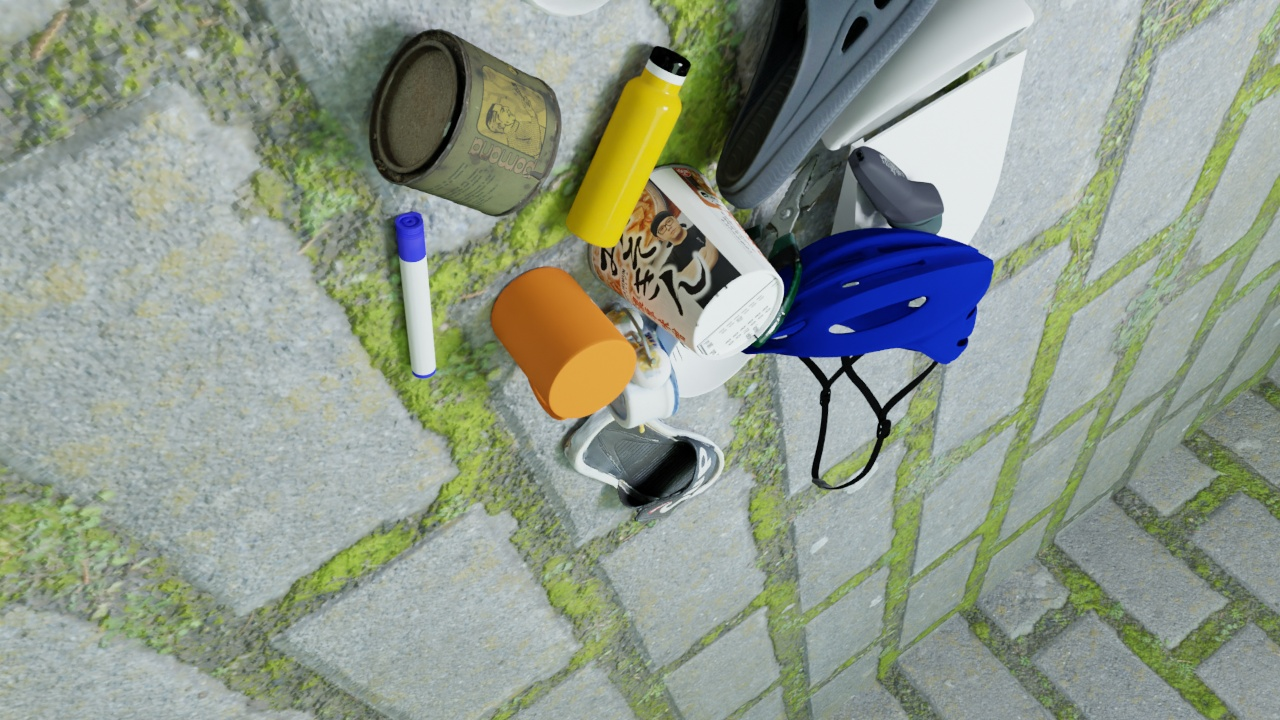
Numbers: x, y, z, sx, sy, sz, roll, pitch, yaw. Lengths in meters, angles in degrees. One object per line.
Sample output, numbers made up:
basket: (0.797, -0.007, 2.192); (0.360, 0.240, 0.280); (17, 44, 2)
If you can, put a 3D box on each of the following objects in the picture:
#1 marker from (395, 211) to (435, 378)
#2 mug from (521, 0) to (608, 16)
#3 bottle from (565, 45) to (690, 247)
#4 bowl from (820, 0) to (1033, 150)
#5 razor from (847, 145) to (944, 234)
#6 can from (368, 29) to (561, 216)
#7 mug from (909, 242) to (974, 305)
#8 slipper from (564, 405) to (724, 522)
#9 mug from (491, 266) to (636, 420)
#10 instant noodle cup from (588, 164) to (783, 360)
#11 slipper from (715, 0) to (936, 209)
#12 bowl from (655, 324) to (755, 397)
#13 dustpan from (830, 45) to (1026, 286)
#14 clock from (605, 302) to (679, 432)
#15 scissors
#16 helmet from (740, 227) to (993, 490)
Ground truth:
marker: (-0.160, -0.043, 0.660); (0.020, 0.020, 0.142); (-21, 142, -26)
mug: (-0.050, -0.249, 0.488); (0.094, 0.068, 0.116); (-34, 146, -9)
bottle: (-0.007, -0.153, 0.660); (0.043, 0.043, 0.144); (-2, 130, -43)
bowl: (0.209, -0.240, 0.719); (0.176, 0.066, 0.176); (-31, -178, 1)
razor: (0.221, -0.148, 0.796); (0.052, 0.047, 0.142); (-29, 149, 28)
can: (-0.105, -0.138, 0.542); (0.074, 0.090, 0.090); (12, 120, -49)
mug: (0.332, -0.085, 1.048); (0.114, 0.080, 0.087); (-16, 158, 19)
slipper: (0.018, 0.117, 0.976); (0.111, 0.063, 0.263); (-45, 143, 6)
mug: (-0.065, -0.002, 0.728); (0.077, 0.096, 0.113); (-13, 137, -34)
instant noodle cup: (0.042, -0.071, 0.730); (0.123, 0.121, 0.124); (-26, 143, -21)
slipper: (0.123, -0.237, 0.661); (0.083, 0.110, 0.269); (28, 111, -22)
bowl: (0.056, -0.025, 0.858); (0.114, 0.050, 0.115); (-26, 143, -22)
dustpan: (0.267, -0.165, 0.904); (0.191, 0.053, 0.258); (-32, 144, -13)
clock: (-0.005, 0.005, 0.803); (0.052, 0.088, 0.126); (-20, 142, -18)
scissors: (0.097, -0.106, 0.807); (0.015, 0.137, 0.209); (46, 63, -41)
helmet: (0.205, -0.003, 0.816); (0.241, 0.148, 0.228); (-9, 102, -10)
